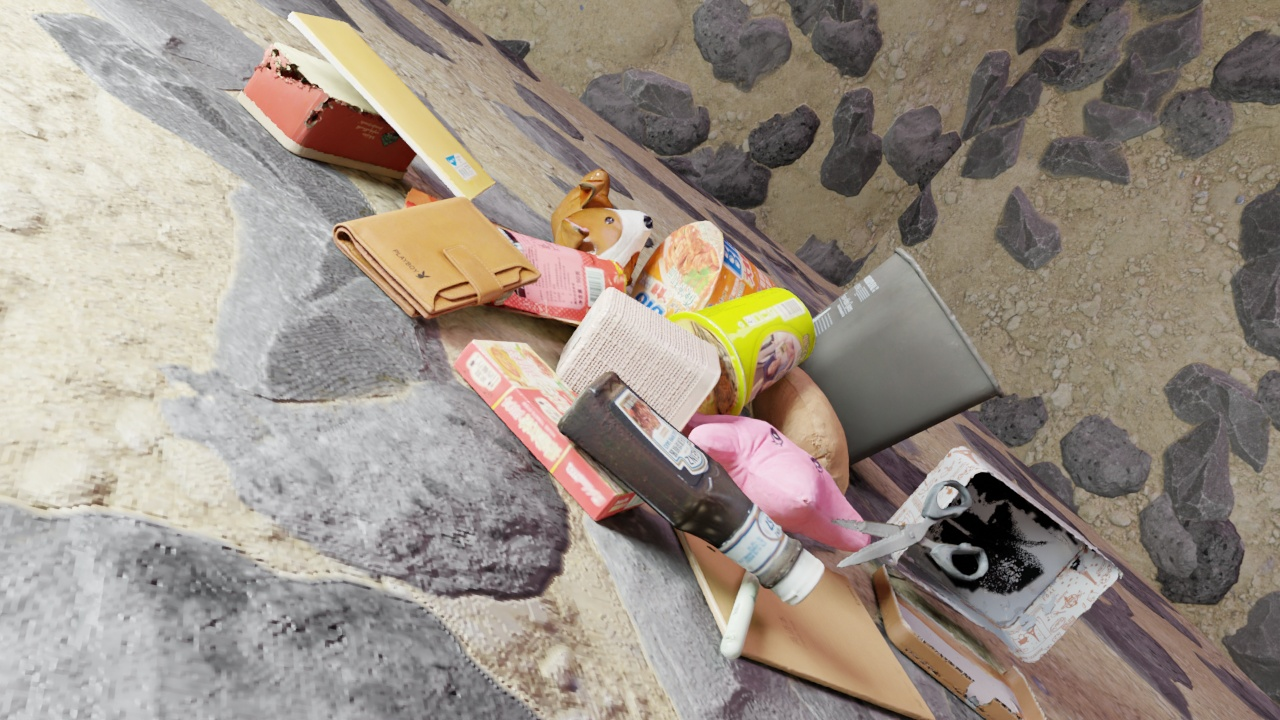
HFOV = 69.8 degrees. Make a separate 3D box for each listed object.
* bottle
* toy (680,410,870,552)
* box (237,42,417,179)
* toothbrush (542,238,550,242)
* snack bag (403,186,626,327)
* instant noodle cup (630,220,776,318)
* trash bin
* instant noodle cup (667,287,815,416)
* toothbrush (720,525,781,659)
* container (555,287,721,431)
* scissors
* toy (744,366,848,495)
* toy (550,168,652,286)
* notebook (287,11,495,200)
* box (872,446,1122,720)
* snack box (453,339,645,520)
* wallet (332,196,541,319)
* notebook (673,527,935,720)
[{"bbox_3d":[0.036,0.086,0.606,0.195,0.044,0.079,40,17,3],"label":"bottle"},{"bbox_3d":[0.116,0.103,0.774,0.194,0.074,0.178,33,1,-12],"label":"toy"},{"bbox_3d":[-0.271,-0.232,0.843,0.091,0.077,0.168,44,15,13],"label":"box"},{"bbox_3d":[-0.116,-0.106,0.962,0.014,0.017,0.188,30,17,-3],"label":"toothbrush"},{"bbox_3d":[-0.107,-0.080,0.825,0.207,0.073,0.128,13,40,-45],"label":"snack bag"},{"bbox_3d":[0.075,-0.062,1.012,0.111,0.151,0.151,28,19,-32],"label":"instant noodle cup"},{"bbox_3d":[0.288,0.004,1.132,0.198,0.220,0.198,55,14,-7],"label":"trash bin"},{"bbox_3d":[0.098,-0.013,0.870,0.123,0.112,0.111,-26,60,-35],"label":"instant noodle cup"},{"bbox_3d":[0.074,0.151,0.624,0.189,0.029,0.020,-42,122,-72],"label":"toothbrush"},{"bbox_3d":[-0.005,0.005,0.769,0.111,0.090,0.089,33,16,-9],"label":"container"},{"bbox_3d":[0.225,0.141,0.757,0.163,0.014,0.165,42,55,-11],"label":"scissors"},{"bbox_3d":[0.152,0.059,0.964,0.225,0.082,0.143,-112,-171,-63],"label":"toy"},{"bbox_3d":[-0.043,-0.134,1.033,0.140,0.131,0.199,58,17,-20],"label":"toy"},{"bbox_3d":[-0.217,-0.230,0.837,0.206,0.010,0.145,47,12,-12],"label":"notebook"},{"bbox_3d":[0.331,0.204,0.837,0.181,0.158,0.205,39,16,-2],"label":"box"},{"bbox_3d":[-0.058,0.045,0.642,0.153,0.025,0.075,45,16,18],"label":"snack box"},{"bbox_3d":[-0.153,-0.080,0.708,0.108,0.031,0.131,43,36,14],"label":"wallet"},{"bbox_3d":[0.116,0.185,0.677,0.211,0.012,0.149,29,18,-30],"label":"notebook"}]
